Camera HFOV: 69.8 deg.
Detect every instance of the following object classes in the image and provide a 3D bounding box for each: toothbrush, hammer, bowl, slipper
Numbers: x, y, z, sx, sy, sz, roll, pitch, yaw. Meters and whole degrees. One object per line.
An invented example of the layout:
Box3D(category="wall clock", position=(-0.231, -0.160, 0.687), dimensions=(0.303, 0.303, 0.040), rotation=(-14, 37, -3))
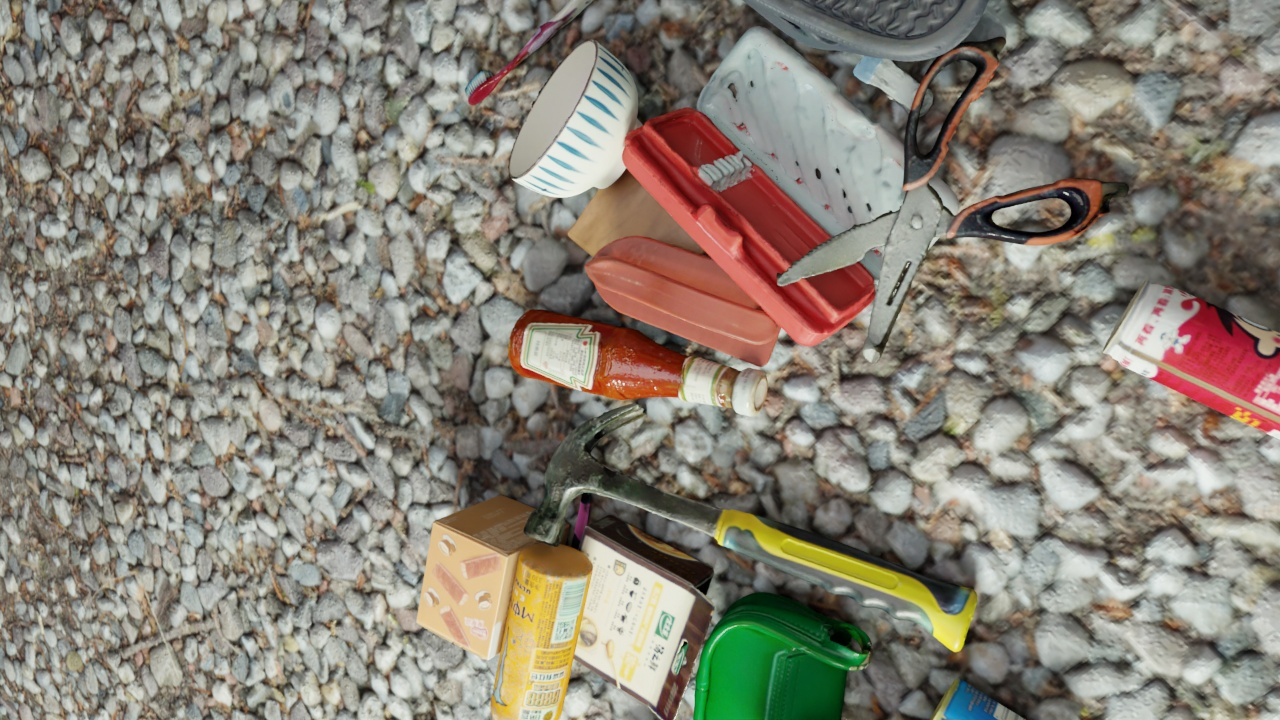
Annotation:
Box3D(category="toothbrush", position=(-0.063, 0.199, 0.781), dimensions=(0.014, 0.017, 0.189), rotation=(16, 102, 27))
Box3D(category="hammer", position=(0.079, 0.124, 0.671), dimensions=(0.323, 0.032, 0.126), rotation=(18, 76, 18))
Box3D(category="bowl", position=(-0.041, -0.170, 0.683), dimensions=(0.066, 0.116, 0.117), rotation=(28, 116, -26))
Box3D(category="slipper", position=(0.121, -0.265, 0.601), dimensions=(0.268, 0.083, 0.111), rotation=(41, 102, 36))
Box3D(category="toothbrush", position=(-0.075, -0.265, 0.729), dimensions=(0.188, 0.016, 0.017), rotation=(-33, 71, 27))

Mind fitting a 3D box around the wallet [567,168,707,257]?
Box3D(category="wallet", position=(0.011, -0.110, 0.702), dimensions=(0.101, 0.020, 0.115), rotation=(41, 110, 14))

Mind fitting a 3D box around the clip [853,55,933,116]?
Box3D(category="clip", position=(0.170, -0.184, 0.611), dimensions=(0.058, 0.043, 0.027), rotation=(44, 111, 7))

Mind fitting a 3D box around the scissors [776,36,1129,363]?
Box3D(category="scissors", position=(0.188, -0.103, 0.578), dimensions=(0.225, 0.015, 0.189), rotation=(-13, 81, 6))

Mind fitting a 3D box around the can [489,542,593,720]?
Box3D(category="can", position=(-0.079, 0.219, 0.718), dimensions=(0.058, 0.058, 0.146), rotation=(18, 104, 24))

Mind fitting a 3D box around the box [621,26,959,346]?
Box3D(category="box", position=(0.098, -0.120, 0.633), dimensions=(0.154, 0.074, 0.201), rotation=(-42, 74, -3))

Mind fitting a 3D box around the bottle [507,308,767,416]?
Box3D(category="bottle", position=(-0.004, 0.004, 0.698), dimensions=(0.206, 0.059, 0.060), rotation=(12, 102, 27))

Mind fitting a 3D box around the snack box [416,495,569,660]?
Box3D(category="snack box", position=(-0.122, 0.177, 0.764), dimensions=(0.077, 0.092, 0.094), rotation=(18, 104, 25))

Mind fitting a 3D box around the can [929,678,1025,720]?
Box3D(category="can", position=(0.227, 0.280, 0.620), dimensions=(0.083, 0.057, 0.102), rotation=(29, 108, 23))

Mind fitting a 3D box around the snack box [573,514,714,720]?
Box3D(category="snack box", position=(-0.001, 0.203, 0.728), dimensions=(0.126, 0.053, 0.113), rotation=(24, 107, 23))

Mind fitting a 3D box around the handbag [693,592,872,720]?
Box3D(category="handbag", position=(0.104, 0.242, 0.671), dimensions=(0.120, 0.067, 0.131), rotation=(9, 101, 25))

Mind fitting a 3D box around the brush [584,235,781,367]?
Box3D(category="brush", position=(0.031, -0.048, 0.655), dimensions=(0.146, 0.069, 0.063), rotation=(21, 104, 9))

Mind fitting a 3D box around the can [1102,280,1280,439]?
Box3D(category="can", position=(0.343, 0.004, 0.526), dimensions=(0.133, 0.053, 0.053), rotation=(30, 109, 21))
